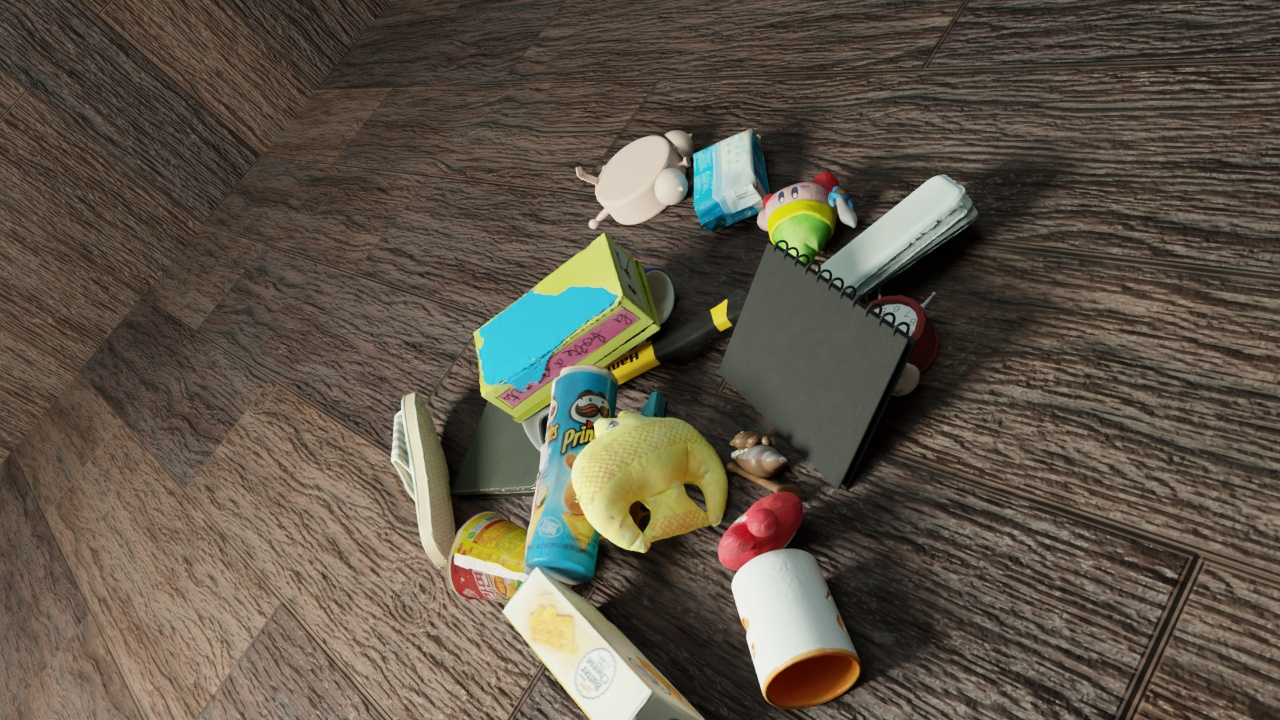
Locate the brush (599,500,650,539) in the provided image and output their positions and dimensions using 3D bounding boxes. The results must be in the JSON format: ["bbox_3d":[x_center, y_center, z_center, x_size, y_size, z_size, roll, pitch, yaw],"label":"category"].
[{"bbox_3d":[-0.021,0.168,1.002,0.127,0.017,0.048,-17,47,30],"label":"brush"}]

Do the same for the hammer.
[{"bbox_3d":[-0.006,0.006,1.083,0.325,0.034,0.169,-28,45,17],"label":"hammer"}]

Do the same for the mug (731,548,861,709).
[{"bbox_3d":[0.128,0.225,0.773,0.082,0.082,0.105,-33,40,14],"label":"mug"}]

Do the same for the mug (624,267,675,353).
[{"bbox_3d":[-0.012,-0.063,1.164,0.076,0.074,0.112,11,91,45],"label":"mug"}]

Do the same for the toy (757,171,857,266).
[{"bbox_3d":[0.196,-0.153,1.061,0.124,0.097,0.131,-13,30,25],"label":"toy"}]

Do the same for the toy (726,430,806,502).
[{"bbox_3d":[0.124,0.103,0.916,0.102,0.041,0.055,20,93,57],"label":"toy"}]

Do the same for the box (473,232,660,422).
[{"bbox_3d":[-0.093,-0.036,1.093,0.221,0.079,0.124,-37,43,19],"label":"box"}]

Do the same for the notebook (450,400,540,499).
[{"bbox_3d":[-0.153,0.081,1.187,0.170,0.029,0.208,-9,54,38],"label":"notebook"}]

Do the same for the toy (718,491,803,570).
[{"bbox_3d":[0.108,0.154,0.822,0.091,0.135,0.045,-42,70,3],"label":"toy"}]

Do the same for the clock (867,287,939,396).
[{"bbox_3d":[0.244,-0.012,0.908,0.087,0.044,0.124,11,63,45],"label":"clock"}]

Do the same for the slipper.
[{"bbox_3d":[-0.281,0.151,1.179,0.054,0.115,0.272,-18,44,-5],"label":"slipper"}]

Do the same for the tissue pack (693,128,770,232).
[{"bbox_3d":[0.120,-0.236,1.198,0.093,0.061,0.144,-20,48,25],"label":"tissue pack"}]

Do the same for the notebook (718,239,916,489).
[{"bbox_3d":[0.167,-0.006,0.922,0.231,0.019,0.169,48,126,51],"label":"notebook"}]

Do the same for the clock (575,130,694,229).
[{"bbox_3d":[-0.004,-0.268,1.323,0.161,0.086,0.130,-10,50,27],"label":"clock"}]

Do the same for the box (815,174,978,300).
[{"bbox_3d":[0.248,-0.112,0.961,0.214,0.063,0.118,-34,10,16],"label":"box"}]

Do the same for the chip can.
[{"bbox_3d":[-0.072,0.118,0.974,0.080,0.080,0.229,-16,51,31],"label":"chip can"}]

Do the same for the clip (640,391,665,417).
[{"bbox_3d":[0.006,0.102,1.032,0.120,0.033,0.118,-46,36,-1],"label":"clip"}]

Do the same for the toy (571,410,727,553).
[{"bbox_3d":[0.005,0.114,0.929,0.154,0.170,0.065,58,145,26],"label":"toy"}]

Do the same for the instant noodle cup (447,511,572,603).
[{"bbox_3d":[-0.137,0.226,1.001,0.113,0.100,0.100,9,62,36],"label":"instant noodle cup"}]

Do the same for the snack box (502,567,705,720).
[{"bbox_3d":[-0.035,0.283,0.847,0.057,0.104,0.208,-51,39,-7],"label":"snack box"}]
